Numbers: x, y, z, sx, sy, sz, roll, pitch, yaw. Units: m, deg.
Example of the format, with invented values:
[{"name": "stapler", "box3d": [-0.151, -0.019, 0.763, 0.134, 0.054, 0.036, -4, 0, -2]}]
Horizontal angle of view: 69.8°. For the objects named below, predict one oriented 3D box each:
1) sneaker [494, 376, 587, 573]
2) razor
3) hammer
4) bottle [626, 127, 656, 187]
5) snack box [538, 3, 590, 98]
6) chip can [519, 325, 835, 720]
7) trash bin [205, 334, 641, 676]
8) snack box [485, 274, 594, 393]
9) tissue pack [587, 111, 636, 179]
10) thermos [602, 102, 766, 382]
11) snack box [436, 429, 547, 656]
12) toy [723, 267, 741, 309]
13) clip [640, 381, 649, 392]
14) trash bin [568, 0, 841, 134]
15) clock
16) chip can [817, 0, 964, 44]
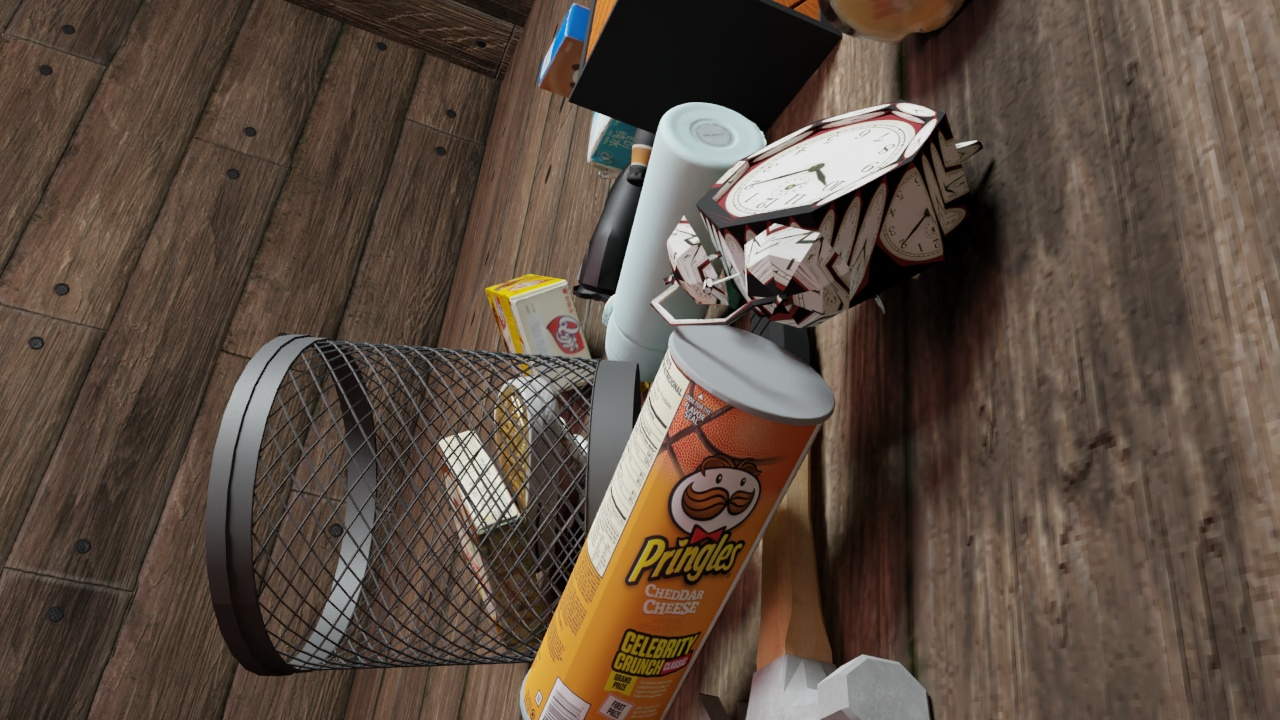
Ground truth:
[{"name": "sneaker", "box3d": [-0.071, 0.100, 0.792, 0.242, 0.087, 0.118, 96, 152, -48]}, {"name": "razor", "box3d": [-0.019, -0.130, 0.907, 0.060, 0.057, 0.156, 24, -100, -75]}, {"name": "hammer", "box3d": [0.073, 0.047, 0.470, 0.131, 0.039, 0.327, 125, 156, -48]}, {"name": "bottle", "box3d": [0.020, -0.254, 0.876, 0.059, 0.059, 0.181, 180, 106, -72]}, {"name": "snack box", "box3d": [-0.003, -0.238, 0.776, 0.087, 0.151, 0.034, 152, 131, -67]}, {"name": "chip can", "box3d": [0.010, 0.093, 0.432, 0.075, 0.075, 0.215, -104, 33, -59]}, {"name": "trash bin", "box3d": [-0.116, 0.093, 0.597, 0.217, 0.227, 0.217, 5, -94, -88]}, {"name": "snack box", "box3d": [-0.115, -0.034, 1.010, 0.230, 0.061, 0.110, -156, 48, -73]}, {"name": "tissue pack", "box3d": [-0.010, -0.267, 0.982, 0.145, 0.061, 0.092, 133, 147, -61]}, {"name": "thermos", "box3d": [0.022, -0.067, 0.610, 0.065, 0.078, 0.207, -42, -20, -38]}, {"name": "snack box", "box3d": [-0.132, 0.158, 0.810, 0.143, 0.041, 0.147, -134, 31, -52]}, {"name": "toy", "box3d": [0.061, -0.091, 0.649, 0.105, 0.033, 0.085, -111, 30, -62]}, {"name": "clip", "box3d": [-0.007, 0.003, 0.777, 0.054, 0.045, 0.048, -53, 2, 46]}, {"name": "trash bin", "box3d": [0.047, -0.272, 0.670, 0.140, 0.139, 0.171, 132, 149, -55]}, {"name": "clock", "box3d": [0.075, -0.052, 0.412, 0.154, 0.065, 0.115, -37, 26, -19]}, {"name": "chip can", "box3d": [0.139, -0.282, 0.505, 0.080, 0.079, 0.229, 135, 147, -58]}]
